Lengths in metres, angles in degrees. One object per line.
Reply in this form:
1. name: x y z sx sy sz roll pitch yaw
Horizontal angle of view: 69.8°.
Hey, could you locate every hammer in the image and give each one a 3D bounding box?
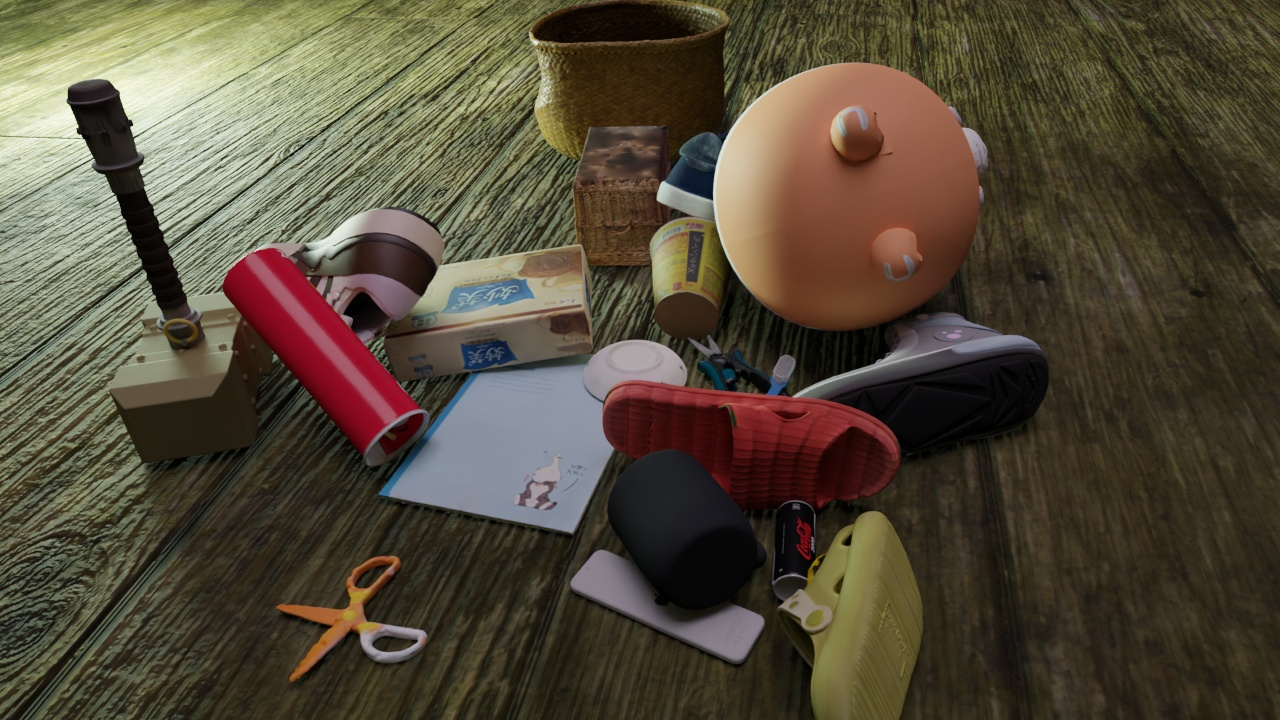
1. hammer: -0.437 -0.089 0.830 0.100 0.325 0.190 -9 35 -8

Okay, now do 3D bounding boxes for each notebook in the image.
1. notebook: -0.105 0.061 0.865 0.181 0.009 0.252 7 36 15

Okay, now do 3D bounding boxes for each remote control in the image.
1. remote control: 0.018 0.181 0.682 0.147 0.008 0.045 17 39 26

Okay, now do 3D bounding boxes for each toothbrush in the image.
1. toothbrush: 0.109 0.052 0.837 0.016 0.014 0.166 20 48 17

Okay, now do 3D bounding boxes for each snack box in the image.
1. snack box: -0.156 -0.054 0.980 0.207 0.055 0.153 -9 33 1

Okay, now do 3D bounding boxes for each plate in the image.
1. plate: -0.005 0.005 0.908 0.104 0.026 0.104 -1 35 0

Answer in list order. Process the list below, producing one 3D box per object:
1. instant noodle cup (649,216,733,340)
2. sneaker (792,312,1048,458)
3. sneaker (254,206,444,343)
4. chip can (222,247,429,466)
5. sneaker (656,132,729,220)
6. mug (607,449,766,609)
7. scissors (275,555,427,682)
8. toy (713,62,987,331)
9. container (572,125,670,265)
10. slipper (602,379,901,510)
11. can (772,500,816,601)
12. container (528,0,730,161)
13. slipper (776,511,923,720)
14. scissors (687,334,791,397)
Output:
1. instant noodle cup: 0.053 -0.083 0.998 0.100 0.100 0.112 2 46 7
2. sneaker: 0.228 0.015 0.849 0.256 0.093 0.160 -12 27 -10
3. sneaker: -0.323 -0.058 0.947 0.295 0.111 0.116 -10 56 33
4. chip can: -0.290 -0.006 0.841 0.220 0.069 0.069 46 52 14
5. sneaker: 0.114 -0.238 1.120 0.121 0.127 0.294 24 15 15
6. mug: 0.046 0.131 0.688 0.121 0.085 0.094 22 14 -33
7. scissors: -0.211 0.193 0.681 0.131 0.011 0.125 14 37 23
8. toy: 0.207 -0.159 0.901 0.266 0.263 0.280 -19 8 6
9. container: -0.020 -0.212 1.165 0.114 0.113 0.198 0 36 4
10. slipper: 0.081 0.076 0.744 0.249 0.104 0.059 8 36 15
11. can: 0.119 0.145 0.704 0.031 0.032 0.080 3 35 9
12. container: -0.015 -0.425 1.402 0.307 0.197 0.306 -4 34 2
13. slipper: 0.137 0.185 0.616 0.082 0.091 0.190 -21 20 32
14. scissors: 0.095 0.016 0.904 0.119 0.019 0.151 5 36 10
